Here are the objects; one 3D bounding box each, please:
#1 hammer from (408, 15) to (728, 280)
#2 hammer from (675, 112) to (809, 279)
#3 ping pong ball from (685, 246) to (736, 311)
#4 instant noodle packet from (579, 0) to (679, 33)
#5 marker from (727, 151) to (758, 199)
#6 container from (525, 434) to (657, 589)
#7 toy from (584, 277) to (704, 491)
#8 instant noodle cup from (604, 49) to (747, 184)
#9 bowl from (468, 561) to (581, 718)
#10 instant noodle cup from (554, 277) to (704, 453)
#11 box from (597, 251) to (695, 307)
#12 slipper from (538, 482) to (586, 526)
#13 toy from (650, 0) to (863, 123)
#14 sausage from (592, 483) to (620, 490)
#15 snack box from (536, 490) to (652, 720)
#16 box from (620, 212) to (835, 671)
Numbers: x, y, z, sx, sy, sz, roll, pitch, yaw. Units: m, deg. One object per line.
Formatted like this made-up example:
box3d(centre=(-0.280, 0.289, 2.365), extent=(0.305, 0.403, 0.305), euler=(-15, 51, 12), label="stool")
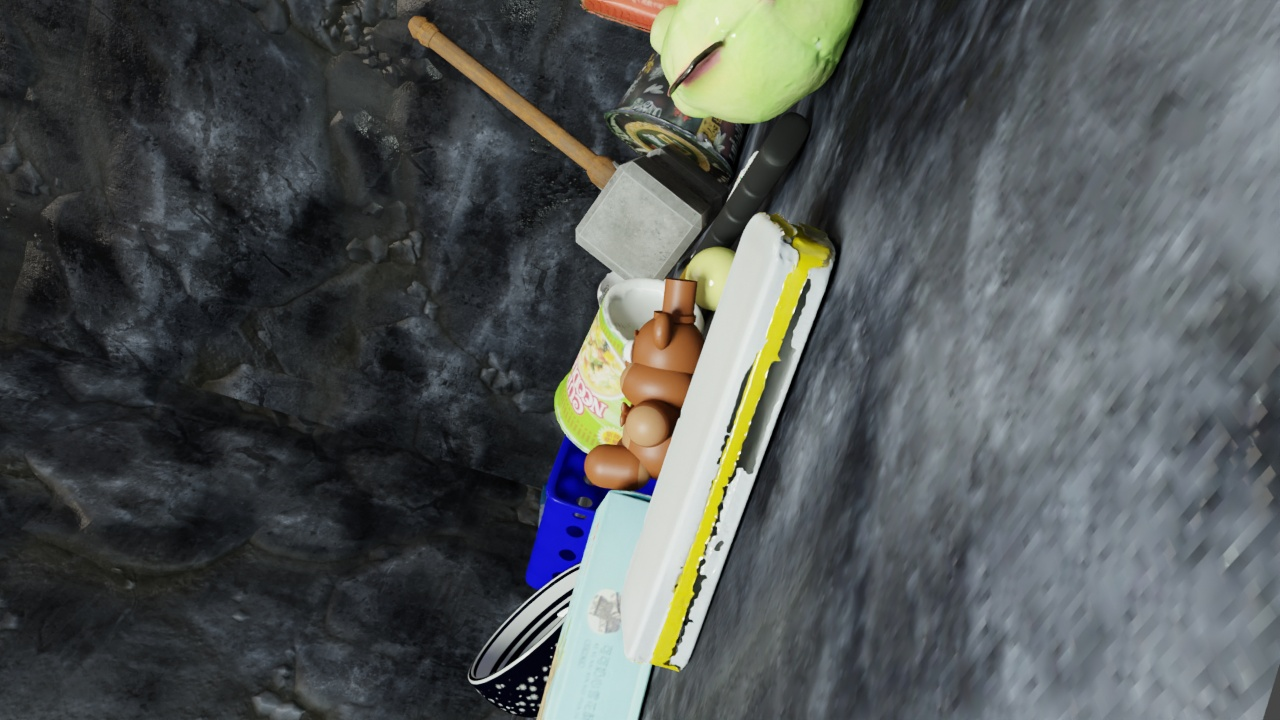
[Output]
box3d(centre=(-0.077, -0.202, 0.810), extent=(0.083, 0.317, 0.162), euler=(-52, 1, 23), label="hammer")
box3d(centre=(0.049, -0.075, 0.662), extent=(0.126, 0.029, 0.324), euler=(-58, 1, -20), label="hammer")
box3d(centre=(0.048, -0.051, 0.571), extent=(0.040, 0.040, 0.040), euler=(-167, 94, -87), label="ping pong ball")
box3d(centre=(0.062, -0.308, 0.572), extent=(0.221, 0.164, 0.083), euler=(110, 177, -57), label="instant noodle packet")
box3d(centre=(0.074, -0.120, 0.702), extent=(0.146, 0.017, 0.017), euler=(116, 170, -74), label="marker")
box3d(centre=(-0.035, 0.124, 0.719), extent=(0.084, 0.084, 0.114), euler=(-74, 1, -50), label="container")
box3d(centre=(0.009, 0.014, 0.553), extent=(0.094, 0.065, 0.128), euler=(-23, -60, -71), label="toy")
box3d(centre=(0.052, -0.253, 0.899), extent=(0.112, 0.137, 0.137), euler=(-63, 2, -5), label="instant noodle cup")
box3d(centre=(-0.054, 0.205, 0.645), extent=(0.120, 0.066, 0.120), euler=(-39, 6, 4), label="bowl")
box3d(centre=(-0.004, 0.004, 0.645), extent=(0.108, 0.099, 0.098), euler=(109, 177, -47), label="instant noodle cup")
box3d(centre=(0.018, -0.057, 0.944), extent=(0.156, 0.126, 0.084), euler=(77, -152, -54), label="box")
box3d(centre=(-0.062, 0.211, 0.909), extent=(0.295, 0.060, 0.118), euler=(89, -173, -57), label="slipper")
box3d(centre=(0.069, -0.194, 0.507), extent=(0.150, 0.107, 0.196), euler=(-49, 21, 21), label="toy")
box3d(centre=(-0.026, 0.135, 0.868), extent=(0.039, 0.044, 0.164), euler=(-36, 2, -1), label="sausage")
box3d(centre=(-0.021, 0.165, 0.527), extent=(0.075, 0.053, 0.174), euler=(118, 167, -72), label="snack box")
box3d(centre=(0.032, 0.038, 0.406), extent=(0.064, 0.037, 0.210), euler=(-88, 15, -72), label="box")
